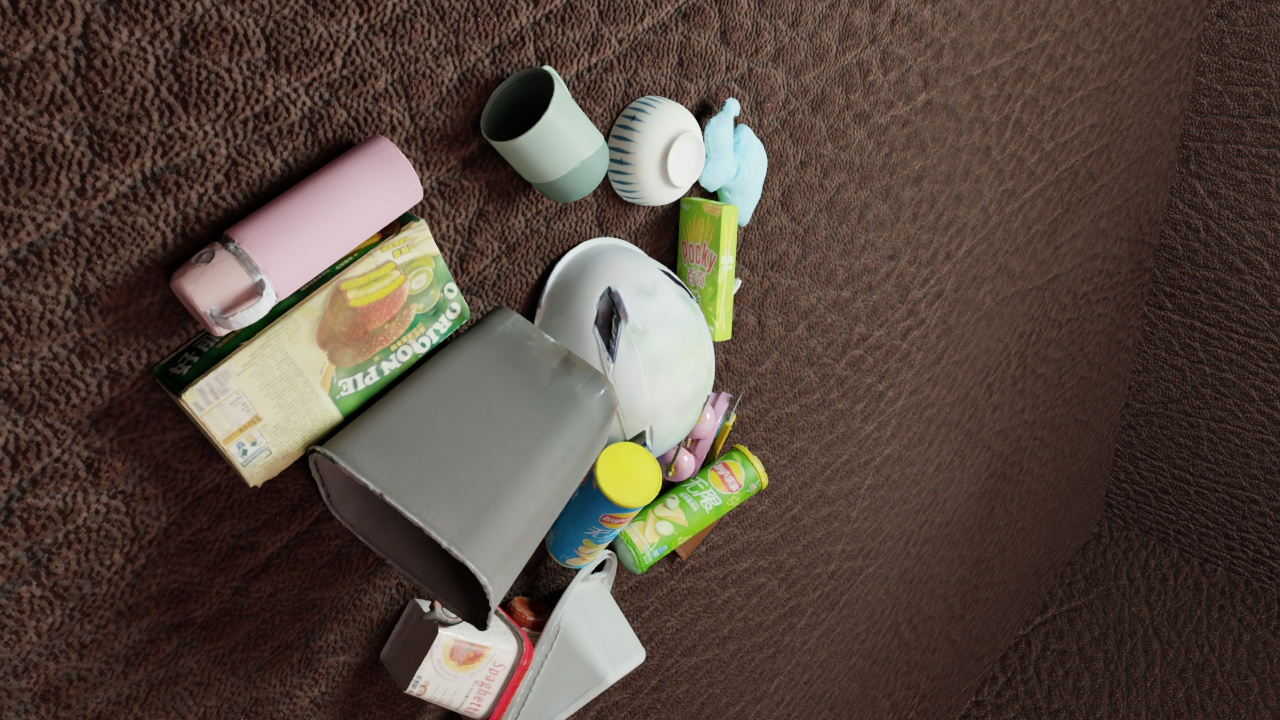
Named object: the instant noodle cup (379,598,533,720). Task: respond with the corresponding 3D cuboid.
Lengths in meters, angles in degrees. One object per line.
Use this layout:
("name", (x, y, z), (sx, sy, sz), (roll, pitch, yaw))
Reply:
("instant noodle cup", (-0.201, 0.319, 0.992), (0.124, 0.117, 0.116), (33, 84, -39))

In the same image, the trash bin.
("trash bin", (-0.150, 0.090, 0.841), (0.219, 0.198, 0.199), (-51, 170, -28))

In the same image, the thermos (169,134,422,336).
("thermos", (-0.259, -0.095, 0.712), (0.198, 0.087, 0.067), (-43, 139, -26))

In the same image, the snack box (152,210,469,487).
("snack box", (-0.264, -0.016, 0.768), (0.239, 0.063, 0.114), (-44, 137, -24))

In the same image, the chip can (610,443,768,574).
("chip can", (0.062, 0.196, 1.212), (0.221, 0.072, 0.073), (-31, 132, -17))

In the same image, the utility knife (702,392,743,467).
("utility knife", (0.111, 0.097, 1.217), (0.033, 0.015, 0.219), (-61, 172, -30))

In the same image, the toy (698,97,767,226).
("toy", (0.112, -0.230, 1.083), (0.155, 0.050, 0.162), (-29, 129, -48))

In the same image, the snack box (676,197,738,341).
("snack box", (0.075, -0.107, 1.068), (0.026, 0.086, 0.156), (-8, 110, -32))

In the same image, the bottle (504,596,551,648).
("bottle", (-0.168, 0.385, 1.095), (0.059, 0.060, 0.206), (18, 96, -51))

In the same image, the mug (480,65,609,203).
("mug", (-0.083, -0.217, 0.858), (0.106, 0.082, 0.111), (40, 47, -50))

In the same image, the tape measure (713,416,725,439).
("tape measure", (0.095, 0.084, 1.258), (0.058, 0.025, 0.055), (-26, 127, -37))

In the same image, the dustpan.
("dustpan", (-0.103, 0.366, 1.142), (0.258, 0.142, 0.222), (-37, 165, 7))

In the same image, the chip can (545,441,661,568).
("chip can", (-0.046, 0.165, 1.010), (0.071, 0.071, 0.211), (-32, 166, -34))

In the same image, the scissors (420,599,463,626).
("scissors", (-0.169, 0.191, 0.991), (0.213, 0.015, 0.197), (18, 57, -29))

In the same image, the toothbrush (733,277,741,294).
("toothbrush", (0.075, -0.035, 1.178), (0.187, 0.016, 0.017), (-52, 148, -15))

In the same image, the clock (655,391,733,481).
("clock", (0.064, 0.091, 1.151), (0.158, 0.060, 0.117), (-49, 164, -71))

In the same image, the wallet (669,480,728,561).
("wallet", (0.067, 0.221, 1.298), (0.101, 0.032, 0.124), (-50, 139, -13))

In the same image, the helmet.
("helmet", (-0.006, 0.006, 1.004), (0.228, 0.146, 0.259), (-26, 127, -38))

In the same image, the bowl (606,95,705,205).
("bowl", (0.026, -0.219, 0.982), (0.116, 0.066, 0.117), (-25, 127, -39))
